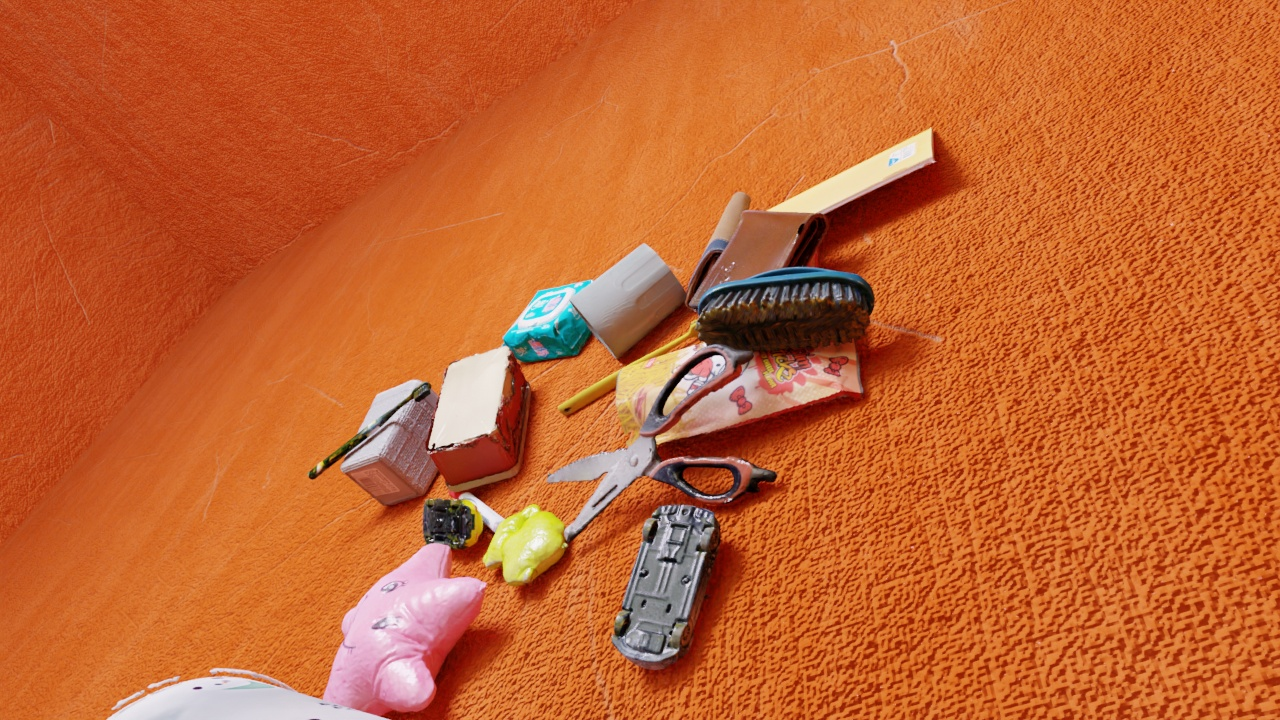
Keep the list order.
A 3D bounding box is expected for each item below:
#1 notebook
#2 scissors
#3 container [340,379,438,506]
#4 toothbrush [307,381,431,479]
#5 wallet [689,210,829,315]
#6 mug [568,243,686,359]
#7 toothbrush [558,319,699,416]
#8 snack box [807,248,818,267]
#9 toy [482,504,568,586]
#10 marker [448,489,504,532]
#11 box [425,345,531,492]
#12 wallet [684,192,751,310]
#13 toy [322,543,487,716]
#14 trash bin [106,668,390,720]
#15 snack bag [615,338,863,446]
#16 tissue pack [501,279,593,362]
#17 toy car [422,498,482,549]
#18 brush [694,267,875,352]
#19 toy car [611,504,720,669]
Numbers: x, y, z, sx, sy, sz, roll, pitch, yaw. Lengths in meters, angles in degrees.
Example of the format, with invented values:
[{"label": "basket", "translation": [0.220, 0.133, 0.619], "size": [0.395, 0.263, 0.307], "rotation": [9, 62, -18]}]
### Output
[{"label": "notebook", "translation": [0.199, -0.173, 0.934], "size": [0.207, 0.010, 0.145], "rotation": [-25, 14, 26]}, {"label": "scissors", "translation": [0.015, 0.073, 0.743], "size": [0.227, 0.015, 0.189], "rotation": [11, 84, 36]}, {"label": "container", "translation": [-0.280, 0.100, 1.076], "size": [0.090, 0.090, 0.114], "rotation": [-20, 35, 34]}, {"label": "toothbrush", "translation": [-0.305, 0.082, 1.031], "size": [0.186, 0.012, 0.017], "rotation": [-36, 42, 12]}, {"label": "wallet", "translation": [0.108, -0.091, 0.860], "size": [0.101, 0.032, 0.124], "rotation": [8, 60, 51]}, {"label": "mug", "translation": [-0.013, -0.065, 1.014], "size": [0.103, 0.083, 0.124], "rotation": [-39, 1, -2]}, {"label": "toothbrush", "translation": [-0.006, 0.006, 0.950], "size": [0.190, 0.016, 0.016], "rotation": [-31, 22, 16]}, {"label": "snack box", "translation": [0.133, -0.074, 0.885], "size": [0.075, 0.025, 0.152], "rotation": [-25, 30, 27]}, {"label": "toy", "translation": [-0.101, 0.160, 0.809], "size": [0.100, 0.031, 0.096], "rotation": [-19, 30, 36]}, {"label": "marker", "translation": [-0.163, 0.149, 0.923], "size": [0.017, 0.017, 0.145], "rotation": [-47, 27, -15]}, {"label": "box", "translation": [-0.174, 0.053, 0.997], "size": [0.091, 0.078, 0.168], "rotation": [-16, 33, 9]}, {"label": "wallet", "translation": [0.083, -0.116, 0.977], "size": [0.090, 0.033, 0.115], "rotation": [115, 178, -45]}, {"label": "toy", "translation": [-0.196, 0.225, 0.779], "size": [0.179, 0.074, 0.194], "rotation": [-31, 26, 15]}, {"label": "trash bin", "translation": [-0.183, 0.297, 0.499], "size": [0.253, 0.229, 0.228], "rotation": [-9, 39, 37]}, {"label": "snack bag", "translation": [0.084, 0.015, 0.780], "size": [0.208, 0.073, 0.128], "rotation": [-19, 31, 21]}, {"label": "tissue pack", "translation": [-0.106, -0.048, 1.126], "size": [0.134, 0.050, 0.093], "rotation": [-8, 40, 47]}, {"label": "toy car", "translation": [-0.186, 0.160, 0.908], "size": [0.105, 0.032, 0.048], "rotation": [-10, 79, 52]}, {"label": "brush", "translation": [0.117, -0.047, 0.744], "size": [0.144, 0.055, 0.073], "rotation": [-4, 38, 22]}, {"label": "toy car", "translation": [0.021, 0.157, 0.644], "size": [0.054, 0.037, 0.120], "rotation": [4, 54, 25]}]
